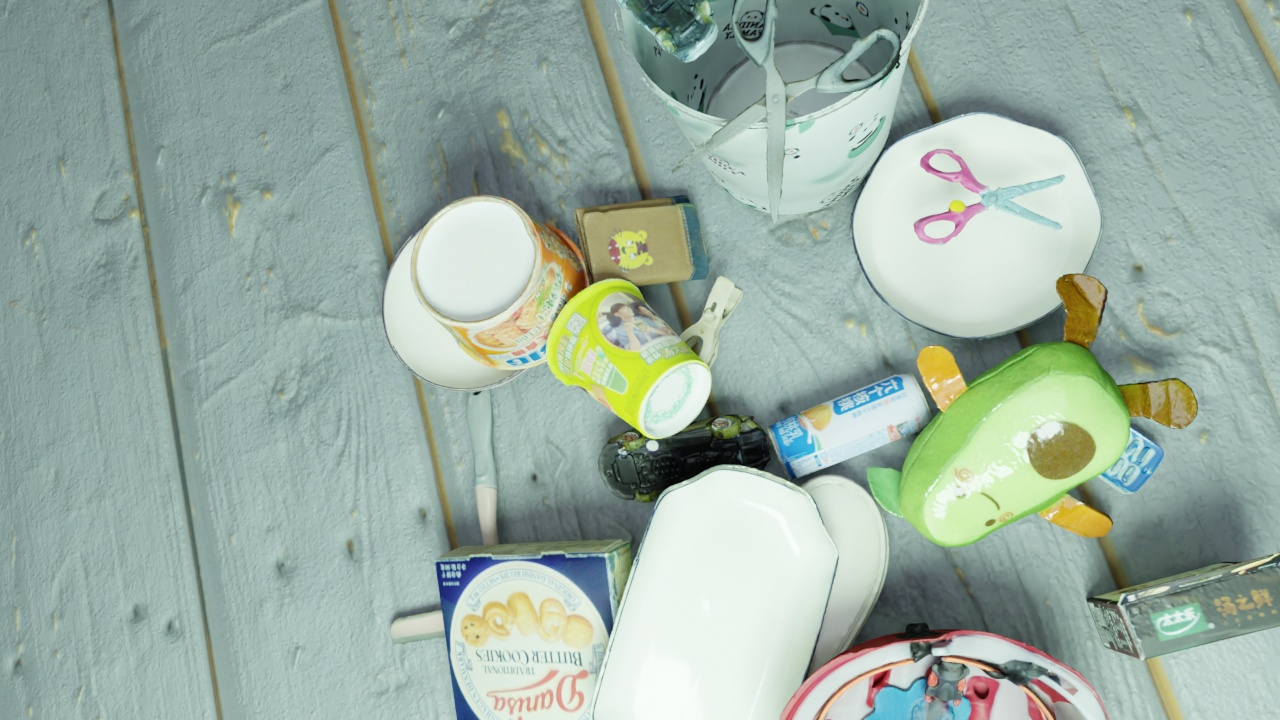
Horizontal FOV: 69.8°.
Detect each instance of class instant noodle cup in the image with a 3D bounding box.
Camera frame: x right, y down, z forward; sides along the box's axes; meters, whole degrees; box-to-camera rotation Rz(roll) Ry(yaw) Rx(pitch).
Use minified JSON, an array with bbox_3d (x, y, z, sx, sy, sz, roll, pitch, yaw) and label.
[{"bbox_3d":[-0.132,-0.075,0.837,0.151,0.111,0.151,-3,78,12],"label":"instant noodle cup"},{"bbox_3d":[-0.005,0.005,0.814,0.111,0.111,0.123,-50,52,1],"label":"instant noodle cup"}]

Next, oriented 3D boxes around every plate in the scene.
[{"bbox_3d":[-0.164,-0.060,0.921,0.192,0.039,0.192,-3,78,12],"label":"plate"},{"bbox_3d":[0.294,-0.117,0.816,0.205,0.045,0.204,-3,79,14],"label":"plate"},{"bbox_3d":[0.059,0.216,0.740,0.162,0.034,0.265,18,83,-5],"label":"plate"}]

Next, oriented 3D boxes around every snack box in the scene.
[{"bbox_3d":[-0.085,0.253,0.802,0.178,0.045,0.182,-8,89,26],"label":"snack box"},{"bbox_3d":[0.411,0.183,0.688,0.113,0.125,0.053,-19,76,10],"label":"snack box"}]

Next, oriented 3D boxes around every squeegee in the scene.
[{"bbox_3d":[-0.146,0.133,0.883,0.248,0.040,0.249,-12,76,13],"label":"squeegee"}]

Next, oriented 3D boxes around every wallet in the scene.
[{"bbox_3d":[0.001,-0.112,0.872,0.115,0.033,0.090,-9,74,-14],"label":"wallet"}]

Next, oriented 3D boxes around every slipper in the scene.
[{"bbox_3d":[0.129,0.229,0.787,0.114,0.054,0.274,22,83,17],"label":"slipper"}]

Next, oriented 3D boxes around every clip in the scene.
[{"bbox_3d":[0.063,-0.029,0.861,0.035,0.070,0.100,27,94,18],"label":"clip"}]

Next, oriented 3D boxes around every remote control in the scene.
[{"bbox_3d":[0.371,0.058,0.774,0.125,0.024,0.049,39,90,17],"label":"remote control"}]

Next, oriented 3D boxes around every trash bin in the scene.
[{"bbox_3d":[0.121,-0.252,0.777,0.230,0.252,0.229,-3,79,14],"label":"trash bin"}]

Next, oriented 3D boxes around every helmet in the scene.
[{"bbox_3d":[0.221,0.301,0.702,0.240,0.144,0.207,5,85,11],"label":"helmet"}]

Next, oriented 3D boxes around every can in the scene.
[{"bbox_3d":[0.183,0.057,0.806,0.135,0.053,0.053,-23,75,9],"label":"can"}]

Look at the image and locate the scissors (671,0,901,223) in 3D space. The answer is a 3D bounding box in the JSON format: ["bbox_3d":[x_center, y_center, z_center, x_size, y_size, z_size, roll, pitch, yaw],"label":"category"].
[{"bbox_3d":[0.099,-0.181,0.633,0.159,0.014,0.178,-3,82,15],"label":"scissors"}]

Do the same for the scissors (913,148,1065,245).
[{"bbox_3d":[0.296,-0.146,0.791,0.133,0.017,0.118,-17,72,6],"label":"scissors"}]

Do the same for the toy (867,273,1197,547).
[{"bbox_3d":[0.305,0.061,0.732,0.247,0.090,0.227,-44,97,12],"label":"toy"}]

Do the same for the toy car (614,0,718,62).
[{"bbox_3d":[0.017,-0.250,0.652,0.043,0.034,0.090,-43,71,6],"label":"toy car"}]

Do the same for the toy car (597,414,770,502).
[{"bbox_3d":[0.039,0.088,0.835,0.158,0.042,0.070,-8,113,12],"label":"toy car"}]
